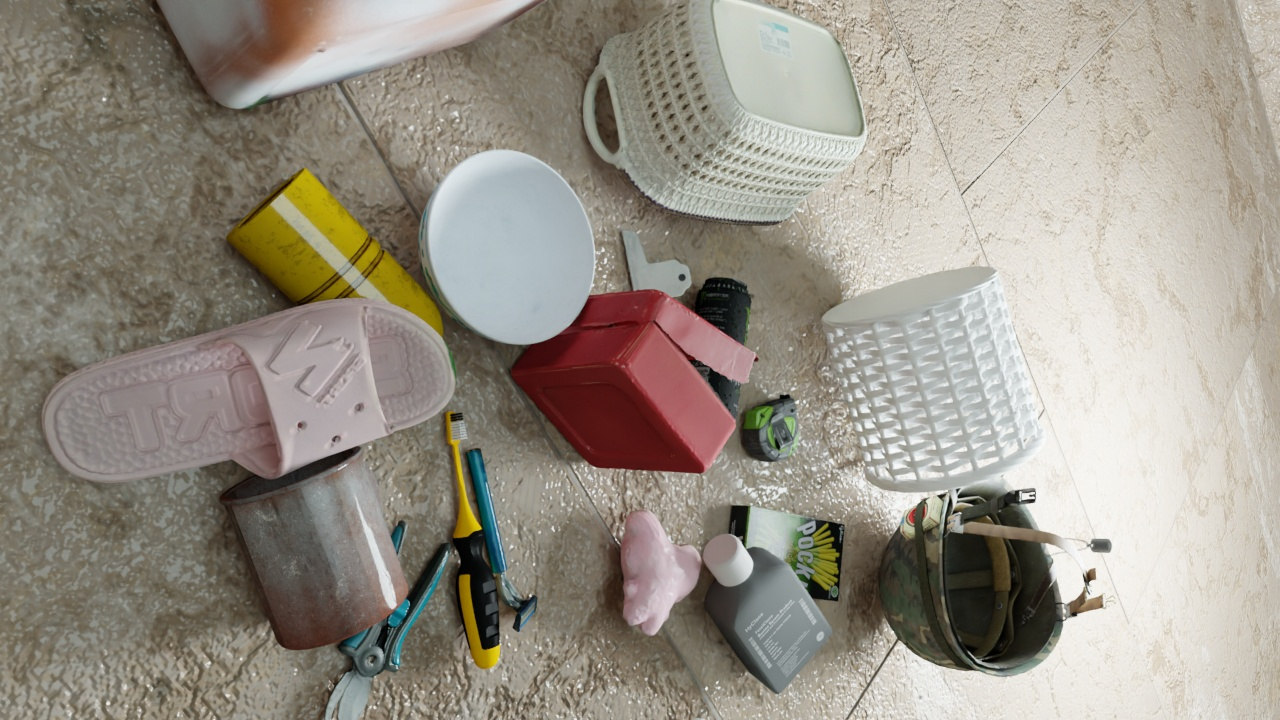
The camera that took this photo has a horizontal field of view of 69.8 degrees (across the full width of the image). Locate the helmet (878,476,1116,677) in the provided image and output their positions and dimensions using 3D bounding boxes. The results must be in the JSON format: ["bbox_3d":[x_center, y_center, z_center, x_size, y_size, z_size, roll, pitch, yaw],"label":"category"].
[{"bbox_3d":[0.368,0.219,0.974,0.192,0.237,0.223,36,67,-16],"label":"helmet"}]

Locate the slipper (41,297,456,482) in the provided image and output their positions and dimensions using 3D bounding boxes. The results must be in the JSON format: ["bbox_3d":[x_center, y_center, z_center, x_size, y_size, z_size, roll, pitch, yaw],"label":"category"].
[{"bbox_3d":[-0.228,0.022,0.559,0.239,0.064,0.094,-12,110,-22],"label":"slipper"}]

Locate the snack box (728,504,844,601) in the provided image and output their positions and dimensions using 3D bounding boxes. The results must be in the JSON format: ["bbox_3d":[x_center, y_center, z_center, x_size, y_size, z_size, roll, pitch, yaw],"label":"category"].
[{"bbox_3d":[0.148,0.196,0.928,0.147,0.025,0.080,17,75,-38],"label":"snack box"}]

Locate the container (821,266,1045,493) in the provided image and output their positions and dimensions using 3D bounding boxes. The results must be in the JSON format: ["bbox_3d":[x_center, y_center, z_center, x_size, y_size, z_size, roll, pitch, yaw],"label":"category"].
[{"bbox_3d":[0.307,0.017,0.972,0.188,0.190,0.187,-26,101,-39],"label":"container"}]

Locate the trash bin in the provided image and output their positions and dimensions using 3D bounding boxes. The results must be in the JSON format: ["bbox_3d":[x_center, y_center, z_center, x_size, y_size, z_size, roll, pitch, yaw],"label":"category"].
[{"bbox_3d":[-0.180,-0.281,0.598,0.258,0.182,0.157,-33,108,-38],"label":"trash bin"}]

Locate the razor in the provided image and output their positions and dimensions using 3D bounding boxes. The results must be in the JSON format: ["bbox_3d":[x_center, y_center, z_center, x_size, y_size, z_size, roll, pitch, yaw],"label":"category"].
[{"bbox_3d":[-0.114,0.139,0.719,0.042,0.022,0.144,-30,104,-77],"label":"razor"}]

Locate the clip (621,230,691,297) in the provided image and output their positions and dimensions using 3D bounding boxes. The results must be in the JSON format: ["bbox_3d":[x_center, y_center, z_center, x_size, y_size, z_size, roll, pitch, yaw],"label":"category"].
[{"bbox_3d":[0.015,-0.073,0.848,0.054,0.040,0.101,-11,94,-20],"label":"clip"}]

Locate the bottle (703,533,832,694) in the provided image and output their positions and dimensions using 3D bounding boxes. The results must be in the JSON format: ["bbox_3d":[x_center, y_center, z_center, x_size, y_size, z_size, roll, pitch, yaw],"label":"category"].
[{"bbox_3d":[0.108,0.224,0.846,0.083,0.046,0.174,-43,125,-15],"label":"bottle"}]

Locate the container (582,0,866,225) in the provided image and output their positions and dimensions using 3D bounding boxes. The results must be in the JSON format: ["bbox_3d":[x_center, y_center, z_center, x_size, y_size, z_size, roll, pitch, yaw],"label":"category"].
[{"bbox_3d":[0.088,-0.231,0.841,0.251,0.144,0.184,-1,73,-40],"label":"container"}]

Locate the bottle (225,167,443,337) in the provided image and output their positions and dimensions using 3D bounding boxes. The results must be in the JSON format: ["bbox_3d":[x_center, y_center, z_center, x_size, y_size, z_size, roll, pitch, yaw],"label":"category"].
[{"bbox_3d":[-0.196,-0.046,0.633,0.164,0.071,0.070,49,58,-26],"label":"bottle"}]

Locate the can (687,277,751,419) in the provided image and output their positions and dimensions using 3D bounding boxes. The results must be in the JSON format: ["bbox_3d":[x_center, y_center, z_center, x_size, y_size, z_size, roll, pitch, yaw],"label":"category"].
[{"bbox_3d":[0.072,-0.007,0.864,0.054,0.054,0.137,19,74,-38],"label":"can"}]

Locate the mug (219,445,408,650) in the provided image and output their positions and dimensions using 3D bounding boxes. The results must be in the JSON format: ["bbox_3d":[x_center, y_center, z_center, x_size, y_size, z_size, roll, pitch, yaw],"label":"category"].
[{"bbox_3d":[-0.204,0.116,0.610,0.122,0.096,0.110,-39,120,-67],"label":"mug"}]

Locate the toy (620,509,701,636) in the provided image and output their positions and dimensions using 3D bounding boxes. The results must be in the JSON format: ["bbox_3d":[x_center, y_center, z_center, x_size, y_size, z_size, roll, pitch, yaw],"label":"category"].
[{"bbox_3d":[0.012,0.189,0.795,0.099,0.053,0.095,43,53,-34],"label":"toy"}]

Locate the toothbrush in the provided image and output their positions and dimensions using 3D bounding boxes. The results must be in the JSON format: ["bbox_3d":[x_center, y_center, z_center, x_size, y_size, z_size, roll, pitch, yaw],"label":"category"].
[{"bbox_3d":[-0.131,0.136,0.700,0.031,0.031,0.196,-2,82,-65],"label":"toothbrush"}]

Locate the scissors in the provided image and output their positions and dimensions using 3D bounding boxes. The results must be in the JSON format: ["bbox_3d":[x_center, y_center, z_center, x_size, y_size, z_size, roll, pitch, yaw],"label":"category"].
[{"bbox_3d":[-0.180,0.187,0.659,0.150,0.019,0.130,-20,98,-40],"label":"scissors"}]

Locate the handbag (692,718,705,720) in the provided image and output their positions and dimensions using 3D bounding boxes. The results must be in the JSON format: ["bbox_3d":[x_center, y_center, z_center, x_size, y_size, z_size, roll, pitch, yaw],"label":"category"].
[{"bbox_3d":[0.050,0.429,0.783,0.141,0.096,0.198,-26,104,-21],"label":"handbag"}]

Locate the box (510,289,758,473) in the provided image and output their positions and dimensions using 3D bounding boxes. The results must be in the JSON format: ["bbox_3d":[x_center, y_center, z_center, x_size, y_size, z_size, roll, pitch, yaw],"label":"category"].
[{"bbox_3d":[-0.012,0.018,0.728,0.135,0.158,0.117,36,69,-30],"label":"box"}]

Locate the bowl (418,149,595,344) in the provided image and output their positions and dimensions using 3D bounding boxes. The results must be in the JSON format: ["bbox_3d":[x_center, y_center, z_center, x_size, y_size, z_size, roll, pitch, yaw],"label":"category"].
[{"bbox_3d":[-0.114,-0.081,0.701,0.143,0.074,0.144,4,83,-40],"label":"bowl"}]

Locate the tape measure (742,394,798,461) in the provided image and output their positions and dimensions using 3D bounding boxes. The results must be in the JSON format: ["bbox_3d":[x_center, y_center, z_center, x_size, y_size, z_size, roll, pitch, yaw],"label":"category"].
[{"bbox_3d":[0.135,0.072,0.921,0.065,0.036,0.059,-22,101,-40],"label":"tape measure"}]
